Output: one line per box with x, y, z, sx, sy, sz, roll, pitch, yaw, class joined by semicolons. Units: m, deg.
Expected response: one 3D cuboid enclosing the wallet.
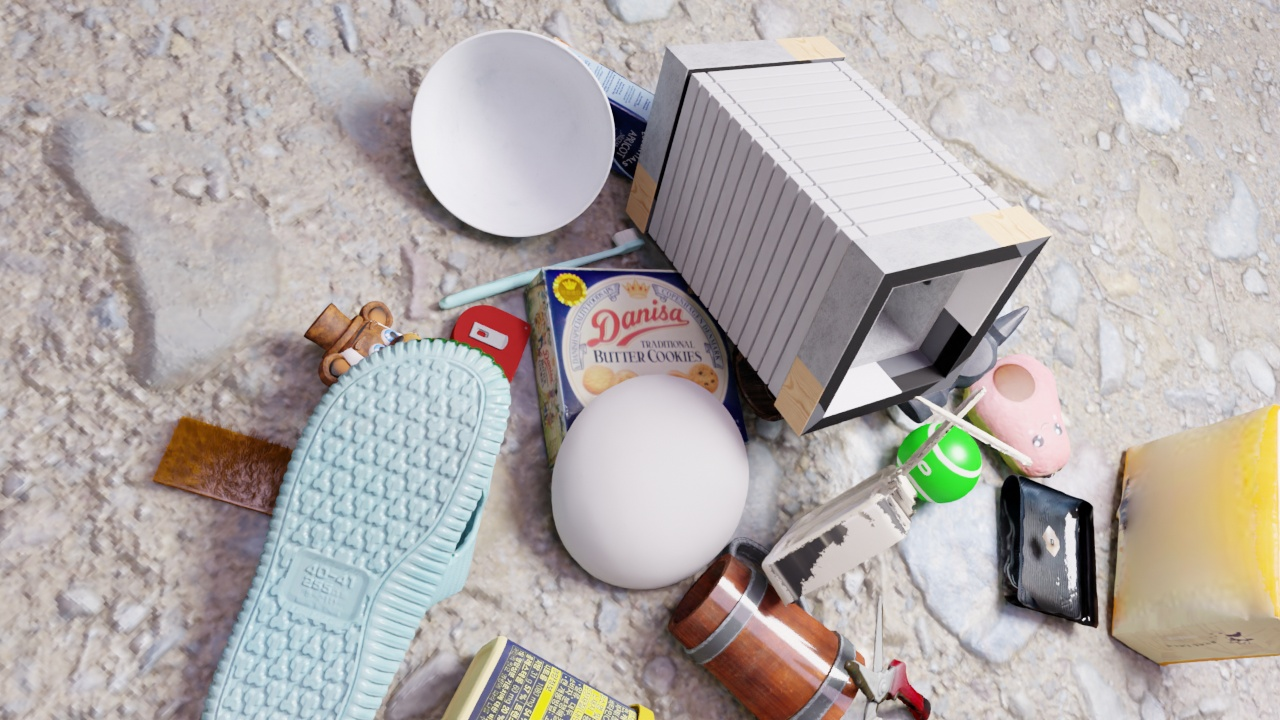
0.346;0.162;0.778;0.089;0.026;0.114;20;64;-17;wallet

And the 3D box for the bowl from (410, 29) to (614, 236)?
-0.091;-0.171;0.681;0.144;0.144;0.074;28;20;-12;bowl

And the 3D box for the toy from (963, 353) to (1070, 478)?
0.337;0.050;0.808;0.089;0.051;0.110;-22;82;-24;toy

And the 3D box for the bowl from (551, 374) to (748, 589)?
0.017;0.086;0.615;0.149;0.043;0.149;-3;97;-26;bowl

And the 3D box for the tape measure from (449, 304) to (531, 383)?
-0.109;-0.010;0.648;0.051;0.019;0.058;24;60;-14;tape measure

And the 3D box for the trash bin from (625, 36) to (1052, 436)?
0.121;-0.099;0.651;0.142;0.143;0.247;-14;52;-28;trash bin

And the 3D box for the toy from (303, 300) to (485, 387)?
-0.159;0.005;0.593;0.112;0.068;0.087;41;40;-19;toy

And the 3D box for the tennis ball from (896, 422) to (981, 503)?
0.241;0.083;0.742;0.065;0.066;0.065;10;65;-21;tennis ball

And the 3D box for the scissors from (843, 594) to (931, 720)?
0.161;0.243;0.610;0.198;0.015;0.179;19;85;-54;scissors

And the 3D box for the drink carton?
-0.028;-0.196;0.740;0.130;0.064;0.040;27;53;-11;drink carton

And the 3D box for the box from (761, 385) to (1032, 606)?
0.162;0.079;0.620;0.080;0.181;0.143;57;16;8;box

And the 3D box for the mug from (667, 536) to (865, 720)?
0.088;0.184;0.629;0.111;0.082;0.117;41;34;1;mug

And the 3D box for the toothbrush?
-0.071;-0.070;0.694;0.180;0.016;0.016;-23;82;-31;toothbrush

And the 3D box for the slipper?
-0.162;0.115;0.533;0.116;0.069;0.275;21;78;2;slipper

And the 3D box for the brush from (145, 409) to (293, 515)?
-0.224;0.071;0.561;0.126;0.017;0.048;20;61;-16;brush

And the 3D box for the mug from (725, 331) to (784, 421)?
0.128;-0.013;0.734;0.107;0.080;0.115;-17;48;-28;mug

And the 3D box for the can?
-0.071;0.242;0.525;0.104;0.075;0.135;31;59;-6;can

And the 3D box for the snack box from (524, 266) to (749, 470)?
-0.004;0.004;0.677;0.144;0.043;0.145;-1;70;-26;snack box

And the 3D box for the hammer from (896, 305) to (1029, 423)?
0.182;-0.108;0.787;0.129;0.040;0.321;-38;75;-2;hammer

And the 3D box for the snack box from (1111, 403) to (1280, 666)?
0.483;0.147;0.779;0.080;0.145;0.194;31;59;-13;snack box
